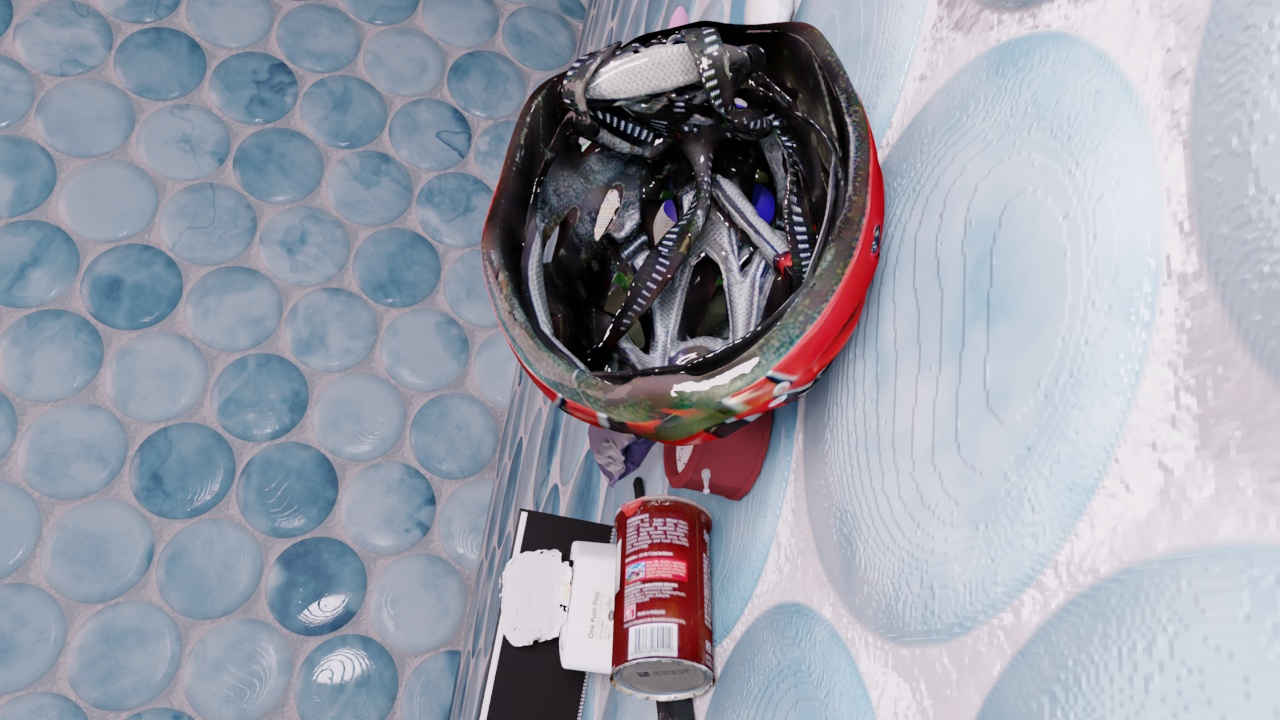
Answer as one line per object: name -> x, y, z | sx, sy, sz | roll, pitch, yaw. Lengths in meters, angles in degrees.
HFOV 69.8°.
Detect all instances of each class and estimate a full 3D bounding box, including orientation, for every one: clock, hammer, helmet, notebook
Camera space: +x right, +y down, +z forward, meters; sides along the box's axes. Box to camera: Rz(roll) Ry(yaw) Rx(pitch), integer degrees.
clock -> 0.049, 0.047, 0.645 | 0.137, 0.048, 0.096 | -155, 78, -77
hammer -> 0.007, 0.203, 0.772 | 0.324, 0.015, 0.095 | -98, 23, -61
helmet -> 0.027, -0.069, 0.517 | 0.167, 0.218, 0.271 | 60, -151, -52
notebook -> -0.088, 0.258, 0.907 | 0.016, 0.149, 0.206 | 3, 77, 35

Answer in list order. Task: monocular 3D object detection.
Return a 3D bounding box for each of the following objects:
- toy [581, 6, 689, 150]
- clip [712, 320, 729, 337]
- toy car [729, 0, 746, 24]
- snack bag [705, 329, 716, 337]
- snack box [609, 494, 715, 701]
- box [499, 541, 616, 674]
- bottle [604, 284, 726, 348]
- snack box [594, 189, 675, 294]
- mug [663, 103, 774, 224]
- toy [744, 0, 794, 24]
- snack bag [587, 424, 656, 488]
toy -> 0.029, -0.217, 0.890 | 0.171, 0.120, 0.222 | -33, 65, 15
clip -> 0.070, -0.024, 0.688 | 0.047, 0.023, 0.076 | -92, 17, -47
toy car -> 0.101, -0.321, 0.842 | 0.060, 0.027, 0.108 | -136, 50, -77
snack bag -> 0.037, 0.024, 0.801 | 0.155, 0.018, 0.074 | 141, 140, -71
snack box -> 0.015, 0.162, 0.631 | 0.072, 0.072, 0.121 | 115, 162, -48
box -> -0.077, 0.218, 0.840 | 0.103, 0.130, 0.110 | 167, 113, -82
bottle -> 0.000, -0.025, 0.708 | 0.207, 0.071, 0.071 | -39, 38, 53
snack box -> 0.013, -0.120, 0.795 | 0.042, 0.145, 0.145 | 24, -104, -58
mug -> 0.071, -0.131, 0.669 | 0.111, 0.079, 0.084 | -118, 40, -54
toy -> 0.105, -0.290, 0.764 | 0.075, 0.037, 0.126 | -88, 18, -55
snack bag -> -0.005, 0.005, 0.842 | 0.097, 0.058, 0.205 | 121, 162, -57
